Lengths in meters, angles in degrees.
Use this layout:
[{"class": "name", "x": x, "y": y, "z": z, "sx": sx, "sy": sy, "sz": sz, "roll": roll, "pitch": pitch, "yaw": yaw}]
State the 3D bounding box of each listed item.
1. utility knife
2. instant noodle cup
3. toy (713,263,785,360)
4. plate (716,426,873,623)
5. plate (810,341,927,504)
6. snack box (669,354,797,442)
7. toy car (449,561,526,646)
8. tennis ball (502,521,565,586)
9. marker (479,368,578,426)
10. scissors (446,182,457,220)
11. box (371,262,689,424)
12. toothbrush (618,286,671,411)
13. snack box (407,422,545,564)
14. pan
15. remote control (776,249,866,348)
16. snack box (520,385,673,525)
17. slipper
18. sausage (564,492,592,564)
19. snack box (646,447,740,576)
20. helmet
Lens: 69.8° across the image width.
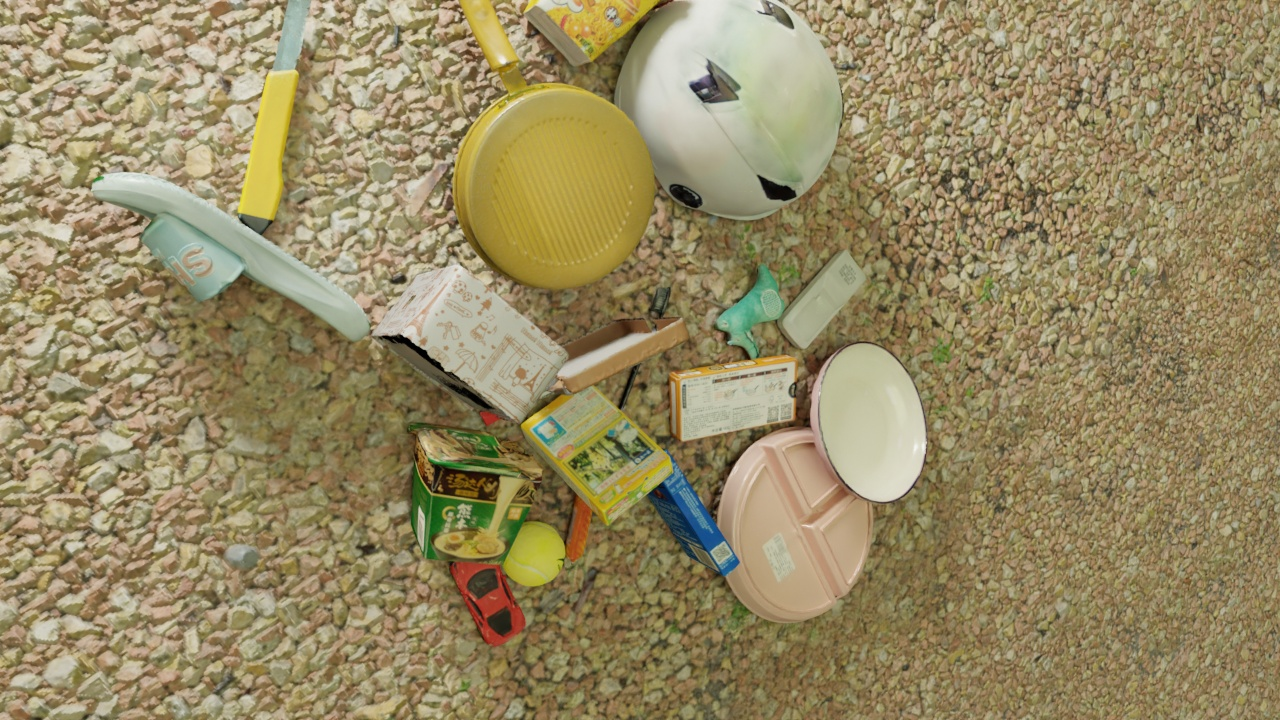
[{"class": "utility knife", "x": -0.326, "y": -0.222, "z": 0.828, "sx": 0.033, "sy": 0.015, "sz": 0.223, "roll": 12, "pitch": 91, "yaw": -24}, {"class": "instant noodle cup", "x": -0.043, "y": -0.363, "z": 0.901, "sx": 0.116, "sy": 0.116, "sz": 0.123, "roll": 42, "pitch": 89, "yaw": -21}, {"class": "toy", "x": 0.126, "y": -0.048, "z": 1.039, "sx": 0.091, "sy": 0.030, "sz": 0.096, "roll": -35, "pitch": 114, "yaw": -13}, {"class": "plate", "x": 0.188, "y": 0.192, "z": 1.067, "sx": 0.229, "sy": 0.028, "sz": 0.229, "roll": 0, "pitch": 90, "yaw": -31}, {"class": "plate", "x": 0.264, "y": 0.074, "z": 1.084, "sx": 0.192, "sy": 0.039, "sz": 0.192, "roll": 9, "pitch": 74, "yaw": -35}, {"class": "snack box", "x": 0.106, "y": 0.041, "z": 1.030, "sx": 0.153, "sy": 0.026, "sz": 0.075, "roll": -9, "pitch": 108, "yaw": -23}, {"class": "toy car", "x": -0.155, "y": 0.238, "z": 0.930, "sx": 0.049, "sy": 0.031, "sz": 0.106, "roll": -27, "pitch": 102, "yaw": -22}, {"class": "tennis ball", "x": -0.109, "y": 0.195, "z": 0.928, "sx": 0.065, "sy": 0.065, "sz": 0.065, "roll": -2, "pitch": 94, "yaw": -24}, {"class": "marker", "x": -0.095, "y": 0.029, "z": 0.938, "sx": 0.145, "sy": 0.017, "sz": 0.017, "roll": -26, "pitch": 104, "yaw": -12}, {"class": "scissors", "x": -0.103, "y": -0.162, "z": 0.936, "sx": 0.164, "sy": 0.014, "sz": 0.164, "roll": 45, "pitch": 76, "yaw": -19}, {"class": "box", "x": -0.106, "y": -0.009, "z": 0.854, "sx": 0.269, "sy": 0.180, "sz": 0.136, "roll": 6, "pitch": 89, "yaw": -24}, {"class": "toothbrush", "x": -0.006, "y": 0.006, "z": 0.990, "sx": 0.016, "sy": 0.014, "sz": 0.189, "roll": 23, "pitch": 84, "yaw": -16}, {"class": "snack box", "x": -0.168, "y": 0.131, "z": 0.878, "sx": 0.117, "sy": 0.118, "sz": 0.106, "roll": 11, "pitch": 99, "yaw": -25}, {"class": "pan", "x": -0.111, "y": -0.237, "z": 0.868, "sx": 0.197, "sy": 0.078, "sz": 0.358, "roll": -27, "pitch": 116, "yaw": -15}, {"class": "remote control", "x": 0.214, "y": -0.071, "z": 1.079, "sx": 0.124, "sy": 0.024, "sz": 0.049, "roll": -48, "pitch": 111, "yaw": -15}, {"class": "snack box", "x": -0.045, "y": 0.088, "z": 0.917, "sx": 0.086, "sy": 0.140, "sz": 0.034, "roll": -38, "pitch": 145, "yaw": -18}, {"class": "slipper", "x": -0.348, "y": -0.076, "z": 0.786, "sx": 0.245, "sy": 0.104, "sz": 0.074, "roll": 35, "pitch": 81, "yaw": -29}, {"class": "sausage", "x": -0.057, "y": 0.135, "z": 0.971, "sx": 0.021, "sy": 0.021, "sz": 0.165, "roll": 12, "pitch": 89, "yaw": -25}, {"class": "snack box", "x": 0.041, "y": 0.156, "z": 0.982, "sx": 0.026, "sy": 0.085, "sz": 0.157, "roll": -38, "pitch": 108, "yaw": -18}, {"class": "helmet", "x": 0.116, "y": -0.269, "z": 0.954, "sx": 0.258, "sy": 0.146, "sz": 0.228, "roll": 44, "pitch": 76, "yaw": -21}]
